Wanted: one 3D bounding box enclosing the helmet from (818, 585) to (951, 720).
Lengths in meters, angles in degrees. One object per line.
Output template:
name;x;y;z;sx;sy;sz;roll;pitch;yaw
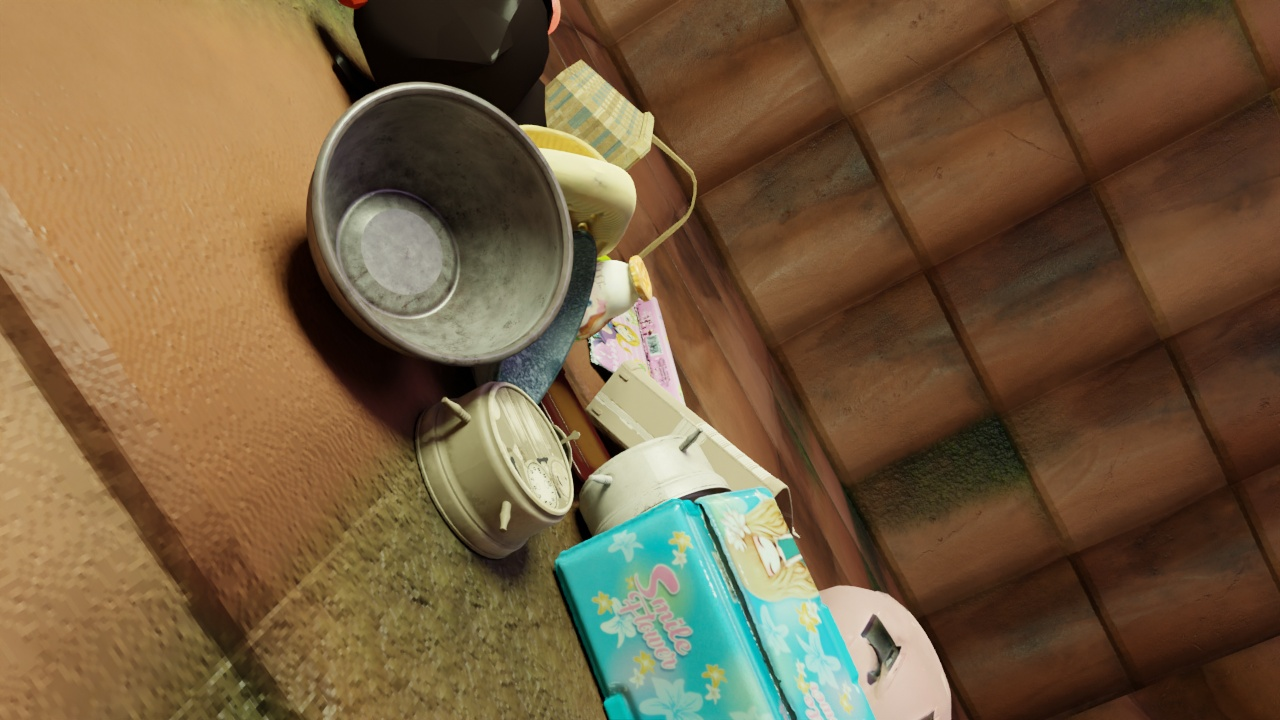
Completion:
helmet;0.249;0.355;0.997;0.230;0.153;0.255;68;19;10

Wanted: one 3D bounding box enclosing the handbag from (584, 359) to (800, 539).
handbag;0.069;0.099;0.790;0.176;0.062;0.198;39;1;32

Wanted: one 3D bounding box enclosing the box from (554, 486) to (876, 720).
box;0.064;0.190;0.537;0.085;0.170;0.227;117;-48;-63

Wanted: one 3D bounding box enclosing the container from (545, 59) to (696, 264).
container;-0.047;-0.182;0.915;0.186;0.158;0.249;47;16;-15

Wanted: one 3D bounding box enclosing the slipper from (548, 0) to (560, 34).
slipper;-0.156;-0.301;0.803;0.103;0.059;0.247;59;43;-17

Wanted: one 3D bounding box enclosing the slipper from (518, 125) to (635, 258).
slipper;-0.057;-0.123;0.642;0.262;0.111;0.079;-177;-79;-77

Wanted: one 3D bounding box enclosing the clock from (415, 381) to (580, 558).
clock;-0.068;0.056;0.519;0.093;0.055;0.140;64;14;8

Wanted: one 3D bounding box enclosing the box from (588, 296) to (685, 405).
box;0.005;0.000;0.947;0.160;0.063;0.230;54;15;-35

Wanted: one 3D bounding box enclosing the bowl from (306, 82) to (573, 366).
bowl;-0.113;-0.064;0.484;0.144;0.067;0.144;9;75;-39

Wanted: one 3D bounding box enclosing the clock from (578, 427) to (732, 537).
clock;0.005;0.105;0.658;0.061;0.103;0.157;61;-15;27

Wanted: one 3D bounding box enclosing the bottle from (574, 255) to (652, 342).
bottle;-0.047;-0.047;0.693;0.063;0.109;0.063;-16;89;-79

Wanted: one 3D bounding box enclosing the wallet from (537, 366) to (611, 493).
wallet;-0.055;0.046;0.693;0.115;0.018;0.091;64;12;18

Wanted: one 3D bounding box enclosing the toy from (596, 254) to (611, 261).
toy;-0.051;-0.127;1.049;0.093;0.036;0.094;63;17;-20

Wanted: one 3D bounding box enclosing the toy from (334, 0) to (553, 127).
toy;-0.121;-0.199;0.676;0.140;0.159;0.184;55;-11;27

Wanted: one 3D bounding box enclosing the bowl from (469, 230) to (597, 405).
bowl;-0.083;-0.029;0.590;0.057;0.137;0.137;24;7;10
